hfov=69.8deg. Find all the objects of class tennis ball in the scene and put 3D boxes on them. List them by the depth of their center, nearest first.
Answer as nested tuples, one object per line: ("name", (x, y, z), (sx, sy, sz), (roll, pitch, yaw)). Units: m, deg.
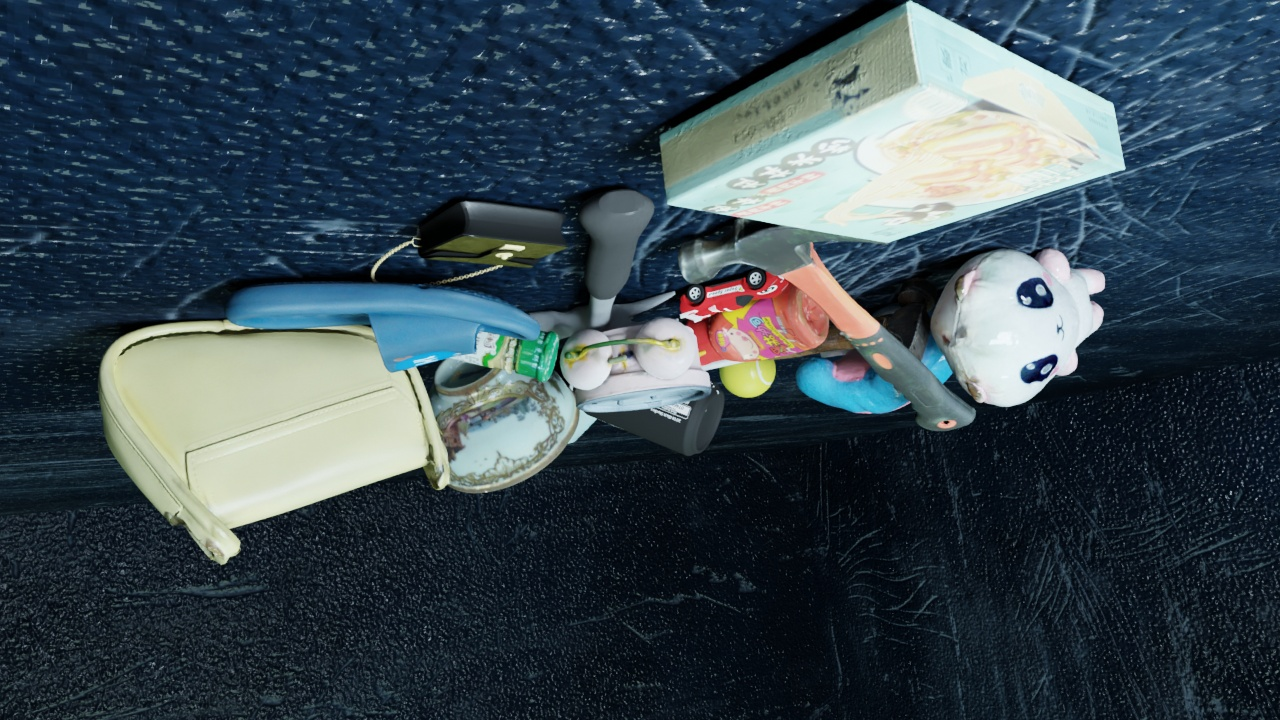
("tennis ball", (0.125, 0.010, 1.069), (0.065, 0.065, 0.065), (-7, 171, -1))

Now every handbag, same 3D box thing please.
("handbag", (-0.123, -0.063, 0.590), (0.084, 0.027, 0.178), (1, 172, -38))
("handbag", (-0.279, 0.050, 0.715), (0.232, 0.191, 0.089), (-16, 160, -35))

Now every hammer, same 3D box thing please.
("hammer", (-0.021, -0.060, 0.665), (0.125, 0.029, 0.311), (-5, 170, -7))
("hammer", (0.176, -0.018, 0.699), (0.133, 0.033, 0.333), (-18, 144, 33))
("hammer", (0.123, -0.008, 0.914), (0.331, 0.119, 0.033), (-7, 132, 39))

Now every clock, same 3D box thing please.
("clock", (-0.005, 0.005, 0.775), (0.117, 0.058, 0.158), (-9, 169, 12))

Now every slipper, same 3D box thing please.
("slipper", (-0.175, -0.023, 0.637), (0.213, 0.059, 0.104), (2, 174, -14))

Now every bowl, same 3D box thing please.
("bowl", (-0.149, 0.039, 0.892), (0.160, 0.159, 0.094), (-10, 127, 18))

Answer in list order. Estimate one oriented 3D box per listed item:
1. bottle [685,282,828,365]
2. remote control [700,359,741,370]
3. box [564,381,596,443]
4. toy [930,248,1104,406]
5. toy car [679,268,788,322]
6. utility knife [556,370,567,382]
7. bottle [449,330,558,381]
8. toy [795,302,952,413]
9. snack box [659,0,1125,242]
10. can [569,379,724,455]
("bottle", (0.101, -0.030, 0.841), (0.134, 0.048, 0.071), (-14, 135, 39))
("remote control", (0.102, -0.023, 0.899), (0.134, 0.050, 0.022), (-13, 167, 34))
("box", (-0.094, 0.056, 1.099), (0.176, 0.060, 0.243), (-28, 167, 28))
("toy", (0.337, -0.035, 0.803), (0.179, 0.139, 0.101), (-15, -166, -19))
("toy car", (0.078, -0.055, 0.770), (0.090, 0.025, 0.038), (-12, 169, 27))
("utility knife", (-0.061, 0.013, 1.089), (0.175, 0.020, 0.028), (-10, 173, 11))
("bottle", (-0.122, -0.015, 0.732), (0.110, 0.042, 0.043), (14, 170, 1))
("toy", (0.264, -0.005, 0.919), (0.225, 0.099, 0.190), (-16, -174, 44))
("snack box", (0.127, -0.105, 0.456), (0.193, 0.044, 0.142), (1, 169, -42))
("can", (0.007, 0.038, 0.945), (0.146, 0.080, 0.080), (21, -179, 21))
